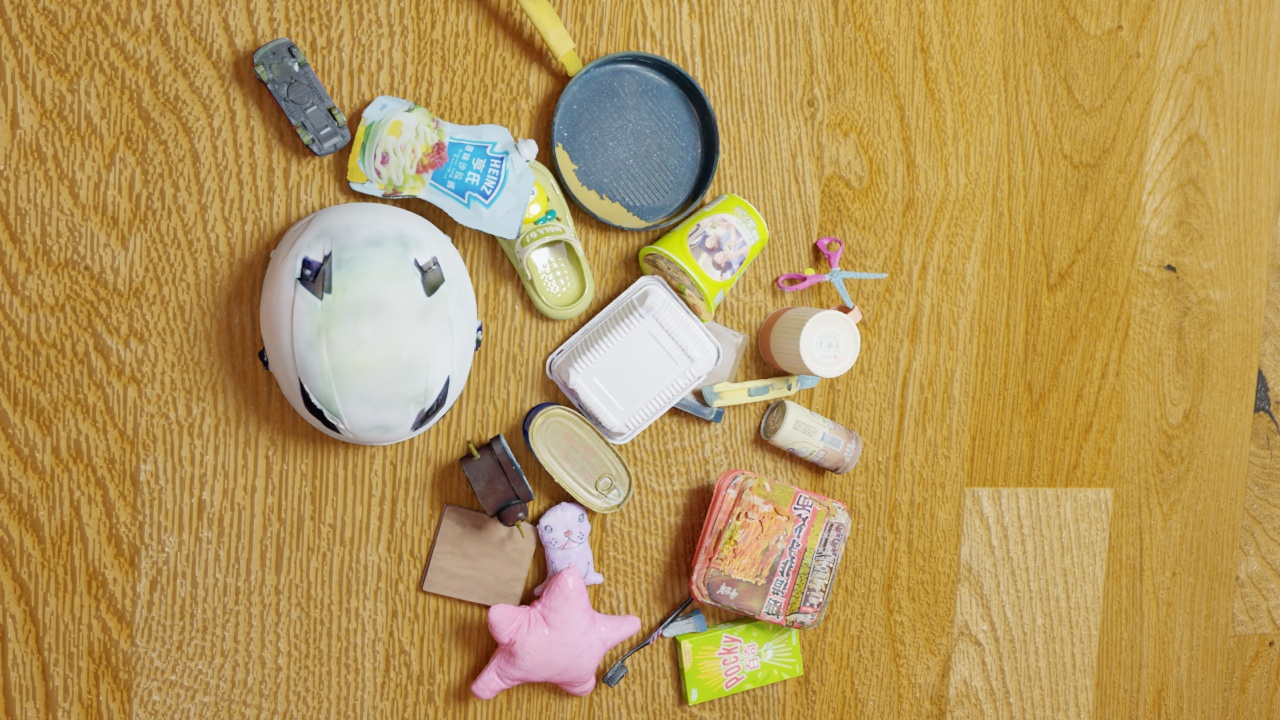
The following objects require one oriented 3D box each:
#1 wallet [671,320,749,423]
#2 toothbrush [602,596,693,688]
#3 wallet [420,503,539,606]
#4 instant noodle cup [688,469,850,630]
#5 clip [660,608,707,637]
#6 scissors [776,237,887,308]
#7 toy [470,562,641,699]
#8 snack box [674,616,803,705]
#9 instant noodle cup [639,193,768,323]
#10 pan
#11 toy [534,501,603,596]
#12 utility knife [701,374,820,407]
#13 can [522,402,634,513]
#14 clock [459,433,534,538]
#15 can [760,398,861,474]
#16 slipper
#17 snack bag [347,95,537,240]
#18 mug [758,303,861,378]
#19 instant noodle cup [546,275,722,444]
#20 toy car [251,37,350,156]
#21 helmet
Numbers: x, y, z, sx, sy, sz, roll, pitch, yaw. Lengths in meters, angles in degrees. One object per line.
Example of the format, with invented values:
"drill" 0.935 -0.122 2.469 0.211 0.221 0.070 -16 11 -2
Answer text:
"wallet" 0.075 0.009 1.094 0.090 0.033 0.115 21 85 -17
"toothbrush" 0.028 0.322 1.100 0.188 0.018 0.014 -39 148 -20
"wallet" -0.180 0.223 1.039 0.115 0.020 0.101 16 88 -15
"instant noodle cup" 0.147 0.225 1.105 0.188 0.079 0.164 20 85 -19
"clip" 0.052 0.322 1.118 0.058 0.045 0.027 -10 102 -6
"scissors" 0.231 -0.108 1.100 0.130 0.133 0.017 -65 144 -34
"toy" -0.088 0.308 1.039 0.194 0.074 0.179 8 109 -27
"snack box" 0.123 0.366 1.141 0.156 0.026 0.086 -9 96 -16
"instant noodle cup" 0.080 -0.124 1.049 0.123 0.112 0.111 -44 105 -17
"pan" -0.054 -0.301 1.002 0.197 0.078 0.357 -45 105 -10
"toy" -0.088 0.214 1.053 0.083 0.039 0.108 -10 105 -21
"utility knife" 0.149 0.033 1.111 0.187 0.020 0.031 -9 111 -37
"can" -0.072 0.110 1.046 0.074 0.049 0.148 -46 105 -9
"clock" -0.152 0.139 1.006 0.055 0.082 0.122 -27 95 -9
"can" 0.210 0.094 1.127 0.116 0.058 0.058 25 87 -17
"slipper" -0.103 -0.133 1.002 0.091 0.082 0.190 -29 105 -16
"snack bag" -0.202 -0.203 0.953 0.191 0.039 0.110 17 80 4
"mug" 0.212 -0.031 1.093 0.114 0.106 0.081 -33 103 -12
"instant noodle cup" -0.006 0.006 1.027 0.173 0.060 0.138 -40 101 9
"toy car" -0.345 -0.265 0.932 0.052 0.045 0.120 -34 108 -14
"helmet" -0.267 -0.031 0.923 0.228 0.146 0.258 -1 95 -17
